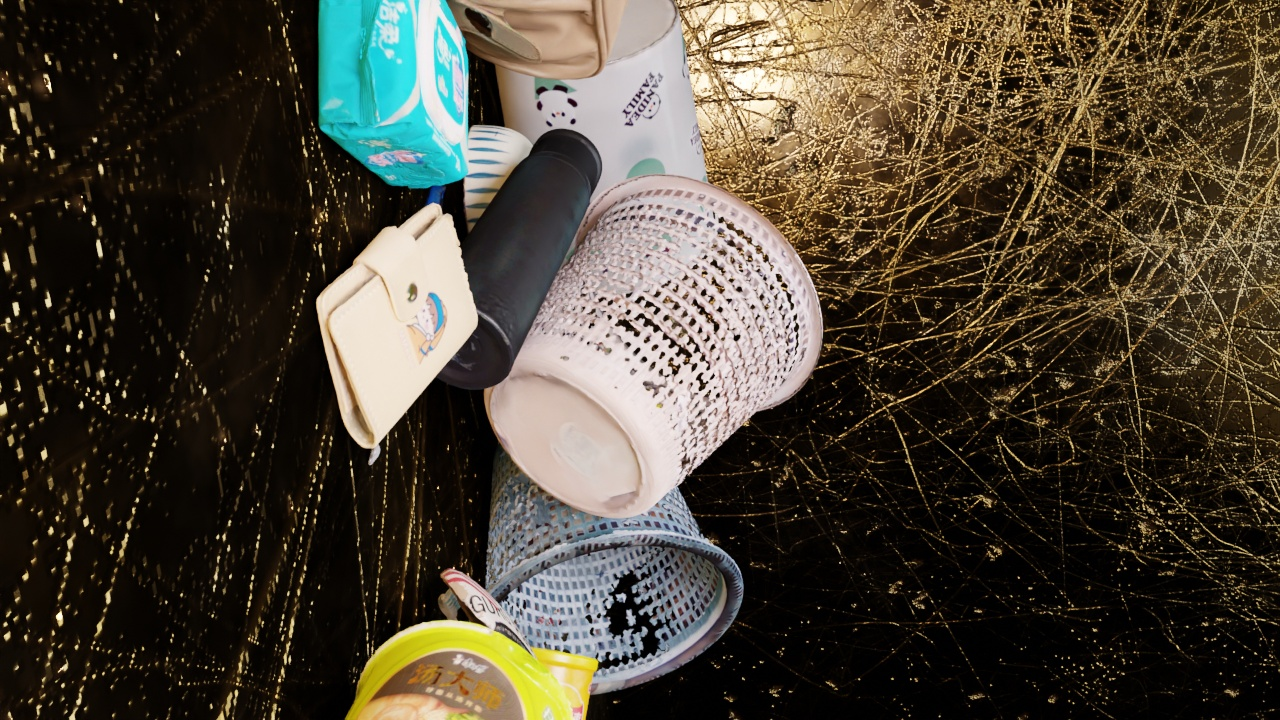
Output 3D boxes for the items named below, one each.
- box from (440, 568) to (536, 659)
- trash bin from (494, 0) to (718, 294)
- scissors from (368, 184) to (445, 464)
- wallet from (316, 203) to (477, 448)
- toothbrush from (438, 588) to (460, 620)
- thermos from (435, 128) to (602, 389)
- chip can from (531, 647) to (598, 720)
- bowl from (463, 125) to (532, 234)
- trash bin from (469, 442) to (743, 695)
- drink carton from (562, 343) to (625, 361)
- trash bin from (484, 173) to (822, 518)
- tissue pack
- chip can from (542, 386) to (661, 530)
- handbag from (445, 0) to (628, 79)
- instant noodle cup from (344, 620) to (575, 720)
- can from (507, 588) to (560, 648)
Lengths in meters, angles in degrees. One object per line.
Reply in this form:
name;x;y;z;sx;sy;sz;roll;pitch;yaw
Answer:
box;-0.101;0.192;0.593;0.163;0.076;0.088;75;3;-49
trash bin;-0.038;-0.237;0.964;0.252;0.229;0.229;81;6;-45
scissors;-0.128;-0.027;0.507;0.174;0.012;0.108;-96;-154;-49
wallet;-0.120;-0.024;0.468;0.114;0.024;0.087;-59;146;-51
toothbrush;-0.125;0.236;0.673;0.027;0.026;0.225;-49;150;-39
thermos;-0.085;-0.075;0.653;0.241;0.068;0.090;-70;177;-49
chip can;-0.085;0.320;0.668;0.072;0.072;0.213;87;13;-70
bowl;-0.109;-0.143;0.789;0.116;0.066;0.116;7;82;-89
trash bin;-0.045;0.150;0.807;0.194;0.226;0.227;-108;-168;-46
drink carton;-0.075;0.017;0.985;0.054;0.122;0.045;90;-10;-49
trash bin;-0.003;0.003;0.692;0.191;0.228;0.228;-49;149;-40
tissue pack;-0.121;-0.146;0.463;0.133;0.050;0.093;58;32;-88
chip can;-0.051;0.129;0.959;0.217;0.073;0.073;-60;-177;6
handbag;-0.079;-0.228;0.512;0.204;0.148;0.099;79;31;-82
instant noodle cup;-0.094;0.190;0.387;0.123;0.112;0.112;-59;149;-74
can;-0.107;0.258;0.900;0.132;0.053;0.053;-73;162;-87
